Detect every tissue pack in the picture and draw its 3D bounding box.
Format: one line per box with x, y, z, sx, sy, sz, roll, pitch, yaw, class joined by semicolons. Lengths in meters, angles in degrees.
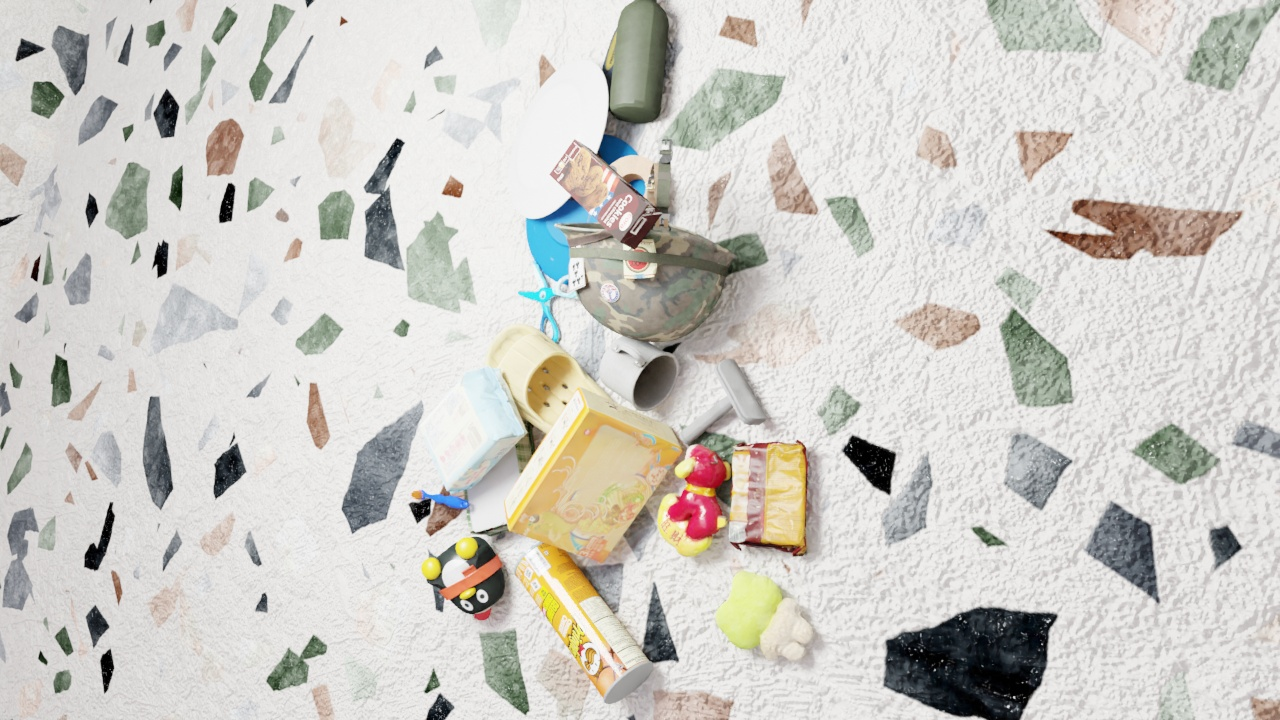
-0.234;0.099;1.272;0.182;0.069;0.112;-43;68;40;tissue pack

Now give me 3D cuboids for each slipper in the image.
-0.129;0.035;1.257;0.261;0.079;0.111;39;82;26;slipper

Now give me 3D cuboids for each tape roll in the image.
-0.009;-0.231;1.253;0.094;0.027;0.094;-2;83;18;tape roll

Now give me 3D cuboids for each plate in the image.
-0.129;-0.324;1.333;0.243;0.016;0.242;-22;60;45;plate
-0.086;-0.220;1.322;0.225;0.024;0.224;-7;79;34;plate

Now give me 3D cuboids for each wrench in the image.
-0.059;-0.356;1.312;0.073;0.022;0.273;11;82;37;wrench

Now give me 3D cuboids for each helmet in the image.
0.007;-0.145;1.137;0.224;0.192;0.236;22;100;-7;helmet

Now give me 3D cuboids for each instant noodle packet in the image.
0.152;0.162;1.086;0.099;0.039;0.135;-4;78;35;instant noodle packet

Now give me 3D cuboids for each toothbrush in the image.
-0.301;0.208;1.374;0.183;0.018;0.016;-3;87;54;toothbrush

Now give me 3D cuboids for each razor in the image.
0.092;0.067;1.145;0.116;0.047;0.088;-42;61;31;razor

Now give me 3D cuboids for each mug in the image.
-0.007;0.007;1.179;0.070;0.113;0.084;32;74;36;mug

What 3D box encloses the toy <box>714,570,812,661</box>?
0.145;0.302;1.065;0.115;0.046;0.092;28;100;28;toy

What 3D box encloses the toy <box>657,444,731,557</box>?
0.069;0.176;1.128;0.106;0.067;0.137;24;101;43;toy

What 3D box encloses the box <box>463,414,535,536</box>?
-0.205;0.145;1.332;0.118;0.050;0.205;-22;71;27;box

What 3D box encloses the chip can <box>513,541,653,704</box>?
-0.077;0.335;1.194;0.215;0.075;0.075;46;108;31;chip can

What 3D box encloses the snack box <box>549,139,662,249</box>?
-0.041;-0.189;1.037;0.051;0.031;0.141;-52;58;14;snack box

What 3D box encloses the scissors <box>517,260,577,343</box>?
-0.137;-0.083;1.338;0.134;0.012;0.134;10;96;41;scissors

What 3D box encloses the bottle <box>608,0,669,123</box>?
0.001;-0.438;1.269;0.072;0.071;0.206;2;83;35;bottle

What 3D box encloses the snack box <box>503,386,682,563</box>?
-0.063;0.145;1.170;0.195;0.145;0.080;-56;28;17;snack box

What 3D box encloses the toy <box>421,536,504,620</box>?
-0.237;0.310;1.301;0.097;0.099;0.119;-31;89;7;toy
